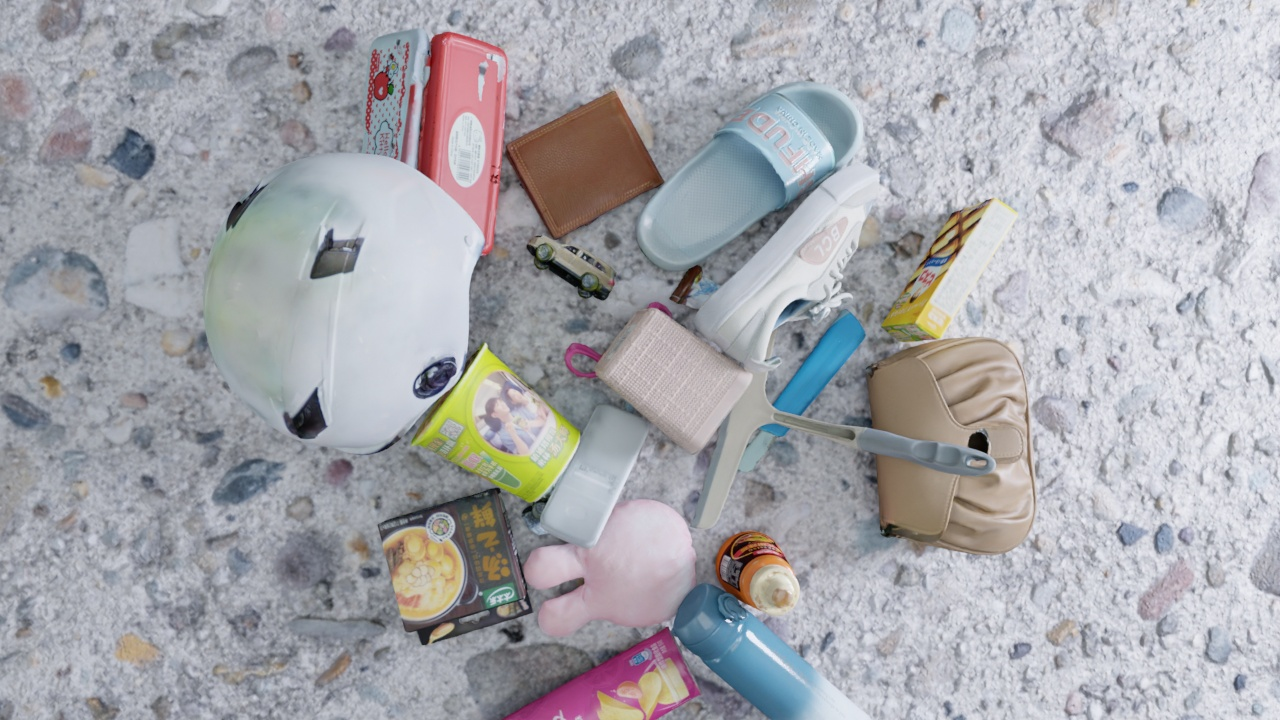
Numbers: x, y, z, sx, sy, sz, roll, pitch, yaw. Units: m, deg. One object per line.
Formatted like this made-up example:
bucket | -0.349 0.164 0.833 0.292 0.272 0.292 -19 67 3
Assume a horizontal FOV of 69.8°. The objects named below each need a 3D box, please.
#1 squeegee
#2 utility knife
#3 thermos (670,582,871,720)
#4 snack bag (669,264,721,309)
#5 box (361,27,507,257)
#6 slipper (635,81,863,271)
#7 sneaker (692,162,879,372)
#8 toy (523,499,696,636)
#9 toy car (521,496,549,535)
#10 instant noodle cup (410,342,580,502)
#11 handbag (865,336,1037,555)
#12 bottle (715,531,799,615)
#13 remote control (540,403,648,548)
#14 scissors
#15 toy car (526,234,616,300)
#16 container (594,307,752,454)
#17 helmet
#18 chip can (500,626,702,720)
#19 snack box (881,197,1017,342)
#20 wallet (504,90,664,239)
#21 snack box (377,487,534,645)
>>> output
squeegee | 0.197 0.068 0.840 0.247 0.039 0.246 12 79 26
utility knife | 0.153 0.034 0.893 0.034 0.018 0.192 38 88 11
thermos | 0.121 0.290 0.844 0.220 0.070 0.070 44 86 -15
snack bag | 0.083 -0.052 0.877 0.104 0.026 0.048 31 80 8
box | -0.199 -0.198 0.854 0.116 0.099 0.201 6 89 -38
slipper | 0.100 -0.177 0.862 0.245 0.074 0.104 -38 92 -3
sneaker | 0.158 -0.085 0.835 0.091 0.090 0.241 42 70 8
toy | -0.026 0.196 0.857 0.159 0.054 0.121 -14 94 -4
toy car | -0.066 0.136 0.860 0.090 0.043 0.034 -19 89 -6
instant noodle cup | -0.124 0.065 0.829 0.123 0.112 0.111 37 86 -11
handbag | 0.295 0.080 0.863 0.147 0.100 0.204 -4 86 -4
bottle | 0.109 0.195 0.821 0.066 0.149 0.066 0 89 -5
remote control | -0.041 0.103 0.834 0.056 0.020 0.135 22 62 7
scissors | -0.005 0.004 0.881 0.133 0.017 0.136 24 87 -9
toy car | -0.065 -0.090 0.863 0.090 0.042 0.035 30 77 -5
container | 0.025 0.014 0.838 0.111 0.090 0.090 38 87 -8
helmet | -0.262 -0.047 0.745 0.229 0.145 0.259 28 100 25
chip can | -0.050 0.326 0.846 0.210 0.071 0.071 -28 92 -5
snack box | 0.291 -0.083 0.871 0.034 0.087 0.140 31 87 -5
wallet | -0.053 -0.184 0.871 0.124 0.032 0.101 -29 95 -4
snack box | -0.169 0.194 0.851 0.113 0.053 0.125 -16 86 -5
